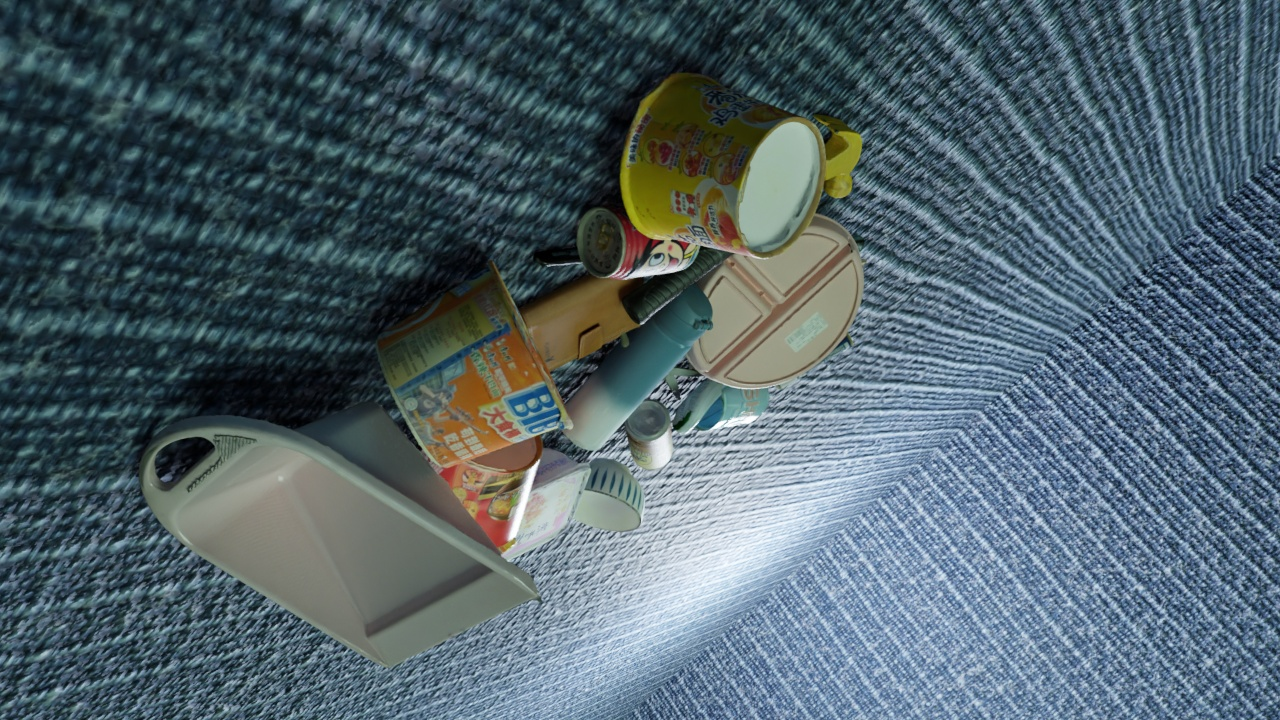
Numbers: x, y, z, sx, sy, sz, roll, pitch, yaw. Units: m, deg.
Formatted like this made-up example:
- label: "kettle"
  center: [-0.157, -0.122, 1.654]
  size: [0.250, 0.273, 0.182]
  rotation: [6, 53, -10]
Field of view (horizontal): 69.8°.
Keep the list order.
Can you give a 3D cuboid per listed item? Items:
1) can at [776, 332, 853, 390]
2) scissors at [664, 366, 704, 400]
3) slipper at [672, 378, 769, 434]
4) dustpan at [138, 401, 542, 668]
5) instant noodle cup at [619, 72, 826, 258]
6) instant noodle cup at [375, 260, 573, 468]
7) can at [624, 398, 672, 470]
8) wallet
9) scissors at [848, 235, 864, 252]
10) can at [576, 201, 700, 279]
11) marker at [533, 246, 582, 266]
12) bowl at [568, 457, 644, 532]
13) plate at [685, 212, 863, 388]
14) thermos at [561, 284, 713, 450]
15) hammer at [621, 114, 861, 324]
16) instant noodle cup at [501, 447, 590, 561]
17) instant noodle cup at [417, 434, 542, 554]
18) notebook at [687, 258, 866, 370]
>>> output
- label: "can"
  center: [0.199, -0.022, 1.147]
  size: [0.111, 0.075, 0.075]
  rotation: [-33, 157, 8]
- label: "scissors"
  center: [0.029, 0.009, 1.099]
  size: [0.175, 0.014, 0.160]
  rotation: [-17, 147, -31]
- label: "slipper"
  center: [0.138, 0.044, 1.220]
  size: [0.244, 0.074, 0.104]
  rotation: [-27, 166, -36]
- label: "dustpan"
  center: [-0.256, 0.152, 0.728]
  size: [0.223, 0.273, 0.138]
  rotation: [-36, 179, 33]
- label: "instant noodle cup"
  center: [0.069, -0.145, 0.715]
  size: [0.137, 0.110, 0.138]
  rotation: [-26, 129, -37]
- label: "instant noodle cup"
  center: [-0.136, 0.010, 0.742]
  size: [0.111, 0.151, 0.151]
  rotation: [-26, 155, -4]
- label: "can"
  center: [0.012, 0.098, 1.194]
  size: [0.058, 0.058, 0.116]
  rotation: [-32, 156, -11]
- label: "wallet"
  center: [-0.056, -0.039, 0.894]
  size: [0.130, 0.035, 0.119]
  rotation: [-29, 148, -19]
- label: "scissors"
  center: [0.200, -0.108, 1.106]
  size: [0.181, 0.019, 0.170]
  rotation: [-25, 159, -11]
- label: "can"
  center: [-0.002, -0.106, 0.799]
  size: [0.093, 0.066, 0.067]
  rotation: [-12, 146, -43]
- label: "marker"
  center: [-0.044, -0.096, 0.819]
  size: [0.123, 0.018, 0.015]
  rotation: [-12, 145, -41]
- label: "bowl"
  center: [-0.047, 0.171, 1.211]
  size: [0.117, 0.116, 0.066]
  rotation: [101, 5, -56]
- label: "plate"
  center: [0.153, -0.059, 1.030]
  size: [0.229, 0.028, 0.230]
  rotation: [-13, 129, -16]
- label: "thermos"
  center: [-0.006, 0.006, 0.993]
  size: [0.070, 0.070, 0.221]
  rotation: [-3, 140, -52]
- label: "hammer"
  center: [0.105, -0.135, 0.901]
  size: [0.300, 0.033, 0.129]
  rotation: [-38, 154, -13]
- label: "instant noodle cup"
  center: [-0.142, 0.174, 1.122]
  size: [0.137, 0.060, 0.174]
  rotation: [-22, 153, -31]
- label: "instant noodle cup"
  center: [-0.166, 0.109, 0.898]
  size: [0.137, 0.138, 0.109]
  rotation: [-10, 136, -46]
- label: "notebook"
  center: [0.171, -0.057, 1.150]
  size: [0.149, 0.012, 0.212]
  rotation: [-11, 155, -46]
